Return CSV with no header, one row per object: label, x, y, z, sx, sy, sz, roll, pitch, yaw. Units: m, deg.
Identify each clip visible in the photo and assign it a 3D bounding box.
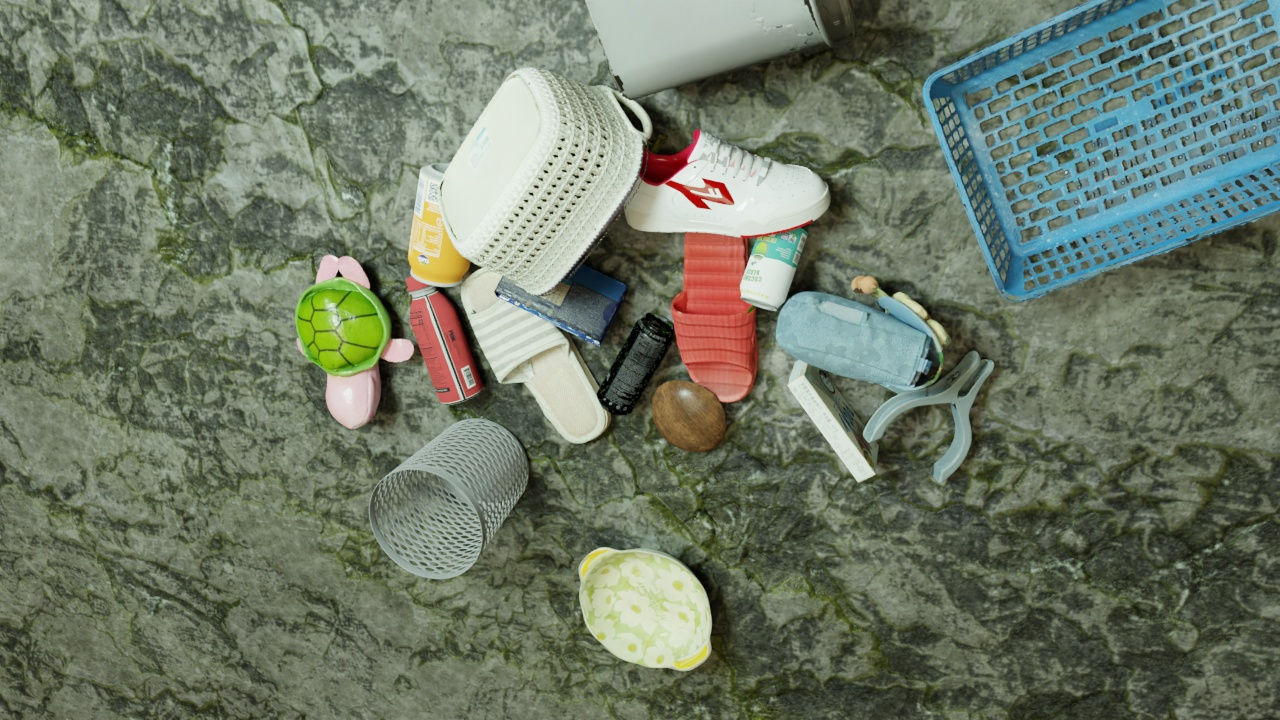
clip,0.367,0.083,1.095,0.173,0.030,0.164,-35,114,9

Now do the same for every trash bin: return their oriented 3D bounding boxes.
trash bin,-0.246,0.176,1.232,0.156,0.182,0.157,6,111,14
trash bin,0.077,-0.380,0.935,0.221,0.196,0.197,-14,105,27

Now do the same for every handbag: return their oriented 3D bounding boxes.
handbag,0.255,-0.036,1.049,0.192,0.121,0.119,21,97,10

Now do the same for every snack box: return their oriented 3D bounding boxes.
snack box,-0.099,-0.087,1.155,0.150,0.027,0.082,27,78,5
snack box,0.234,0.068,1.107,0.026,0.081,0.150,-34,98,24

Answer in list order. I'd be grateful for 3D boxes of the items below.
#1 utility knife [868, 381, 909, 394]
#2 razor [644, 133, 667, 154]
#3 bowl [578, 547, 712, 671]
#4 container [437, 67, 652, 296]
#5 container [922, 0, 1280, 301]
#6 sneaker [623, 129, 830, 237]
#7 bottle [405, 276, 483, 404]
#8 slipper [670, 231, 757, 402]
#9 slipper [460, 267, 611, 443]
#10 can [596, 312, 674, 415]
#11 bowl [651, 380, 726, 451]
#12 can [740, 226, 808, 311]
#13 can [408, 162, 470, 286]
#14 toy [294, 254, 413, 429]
utility knife,0.262,0.008,1.115,0.147,0.015,0.022,29,83,3
razor,-0.022,-0.277,1.087,0.106,0.026,0.043,37,118,5
bowl,0.013,0.334,1.284,0.219,0.060,0.189,45,116,-2
container,-0.116,-0.205,1.034,0.252,0.143,0.184,-48,48,27
container,0.496,-0.241,0.909,0.363,0.089,0.257,-21,103,22
sneaker,0.091,-0.207,1.029,0.237,0.090,0.104,5,133,19
bottle,-0.267,-0.032,1.228,0.062,0.062,0.177,-12,106,20
slipper,0.090,-0.061,1.114,0.104,0.059,0.249,0,109,16
slipper,-0.138,-0.004,1.208,0.115,0.054,0.272,-34,98,20
can,-0.007,0.007,1.170,0.054,0.053,0.138,31,115,3
bowl,0.057,0.079,1.176,0.102,0.026,0.114,12,129,20
can,0.153,-0.112,1.060,0.055,0.055,0.101,19,89,9
can,-0.247,-0.172,1.159,0.079,0.079,0.143,19,114,9
toy,-0.405,-0.026,1.257,0.190,0.087,0.238,3,105,15
